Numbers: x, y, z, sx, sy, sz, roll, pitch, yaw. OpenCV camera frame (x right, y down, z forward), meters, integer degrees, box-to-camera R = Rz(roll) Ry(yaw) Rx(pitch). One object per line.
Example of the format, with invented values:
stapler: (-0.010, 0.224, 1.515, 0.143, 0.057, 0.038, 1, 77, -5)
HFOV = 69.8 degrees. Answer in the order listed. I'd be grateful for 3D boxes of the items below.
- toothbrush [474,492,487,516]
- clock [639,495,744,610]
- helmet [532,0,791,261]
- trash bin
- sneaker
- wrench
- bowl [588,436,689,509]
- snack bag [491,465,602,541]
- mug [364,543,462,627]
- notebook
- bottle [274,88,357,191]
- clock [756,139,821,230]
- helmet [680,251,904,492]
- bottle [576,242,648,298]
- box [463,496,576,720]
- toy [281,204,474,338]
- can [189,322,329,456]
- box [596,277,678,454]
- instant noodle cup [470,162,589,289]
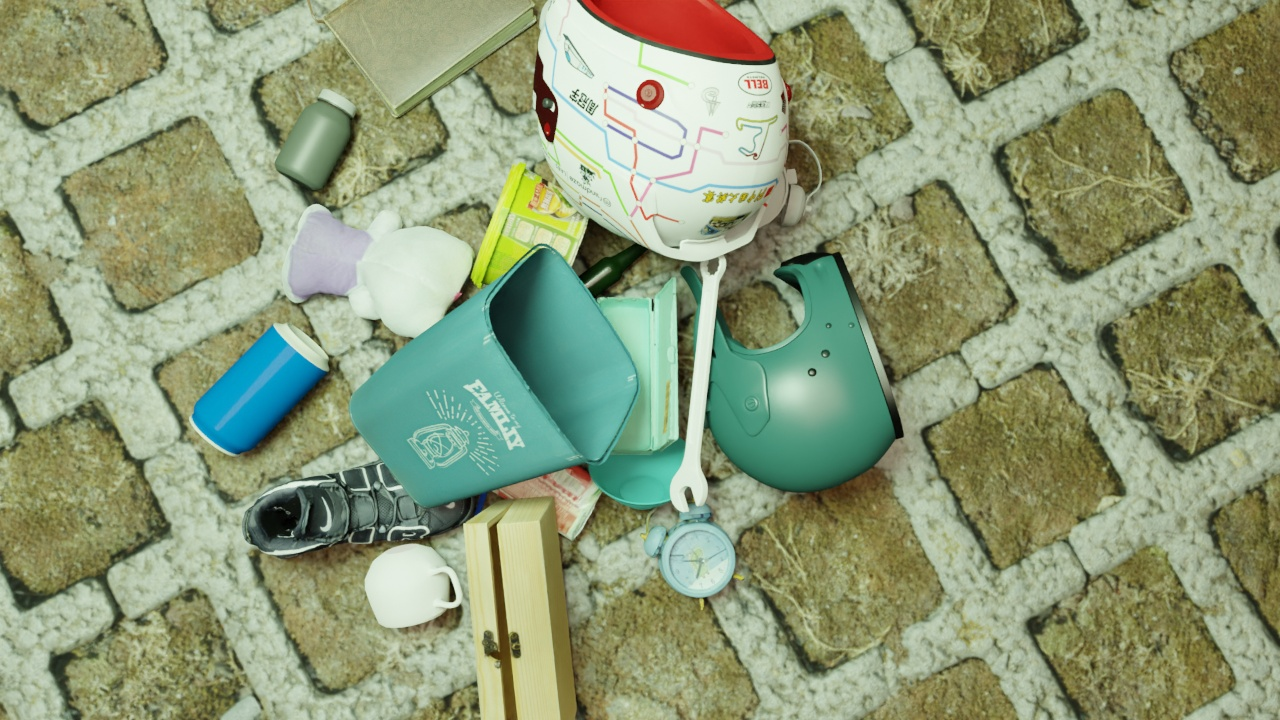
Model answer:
toothbrush: (-0.167, 0.111, 1.061, 0.016, 0.011, 0.186, 18, 88, 0)
clock: (0.057, 0.212, 1.035, 0.089, 0.052, 0.124, -35, 83, -3)
helmet: (0.009, -0.246, 0.934, 0.230, 0.237, 0.314, -13, 50, -36)
trash bin: (-0.153, 0.030, 0.941, 0.219, 0.198, 0.196, -26, 108, 27)
sneaker: (-0.308, 0.157, 0.982, 0.252, 0.151, 0.097, -9, 85, -3)
wrench: (0.062, 0.023, 0.950, 0.009, 0.047, 0.273, 3, 95, -42)
bowl: (0.002, 0.132, 1.030, 0.121, 0.121, 0.046, 0, 128, -1)
snack bag: (-0.104, 0.143, 1.045, 0.116, 0.036, 0.077, 32, 86, 1)
mug: (-0.241, 0.242, 0.997, 0.124, 0.090, 0.076, -8, 94, 34)
notebook: (-0.263, -0.421, 1.087, 0.215, 0.034, 0.190, -38, 87, -4)
bottle: (-0.372, -0.254, 1.059, 0.060, 0.060, 0.108, 27, 85, 1)
clock: (0.134, -0.205, 1.065, 0.159, 0.061, 0.120, -21, 86, -2)
helmet: (0.150, 0.009, 0.993, 0.200, 0.176, 0.274, -19, 77, 10)
bottle: (-0.040, -0.102, 1.068, 0.123, 0.033, 0.033, -37, 87, -4)
box: (-0.126, 0.278, 0.970, 0.092, 0.128, 0.249, -5, 94, -1)
toy: (-0.299, -0.107, 1.039, 0.209, 0.085, 0.137, 15, 84, 5)
can: (-0.423, 0.031, 1.025, 0.079, 0.079, 0.146, 43, 86, 2)
box: (-0.005, 0.007, 1.015, 0.078, 0.113, 0.187, 7, 72, -21)
instant noodle cup: (-0.119, -0.137, 1.018, 0.098, 0.146, 0.146, 20, 85, -10)
